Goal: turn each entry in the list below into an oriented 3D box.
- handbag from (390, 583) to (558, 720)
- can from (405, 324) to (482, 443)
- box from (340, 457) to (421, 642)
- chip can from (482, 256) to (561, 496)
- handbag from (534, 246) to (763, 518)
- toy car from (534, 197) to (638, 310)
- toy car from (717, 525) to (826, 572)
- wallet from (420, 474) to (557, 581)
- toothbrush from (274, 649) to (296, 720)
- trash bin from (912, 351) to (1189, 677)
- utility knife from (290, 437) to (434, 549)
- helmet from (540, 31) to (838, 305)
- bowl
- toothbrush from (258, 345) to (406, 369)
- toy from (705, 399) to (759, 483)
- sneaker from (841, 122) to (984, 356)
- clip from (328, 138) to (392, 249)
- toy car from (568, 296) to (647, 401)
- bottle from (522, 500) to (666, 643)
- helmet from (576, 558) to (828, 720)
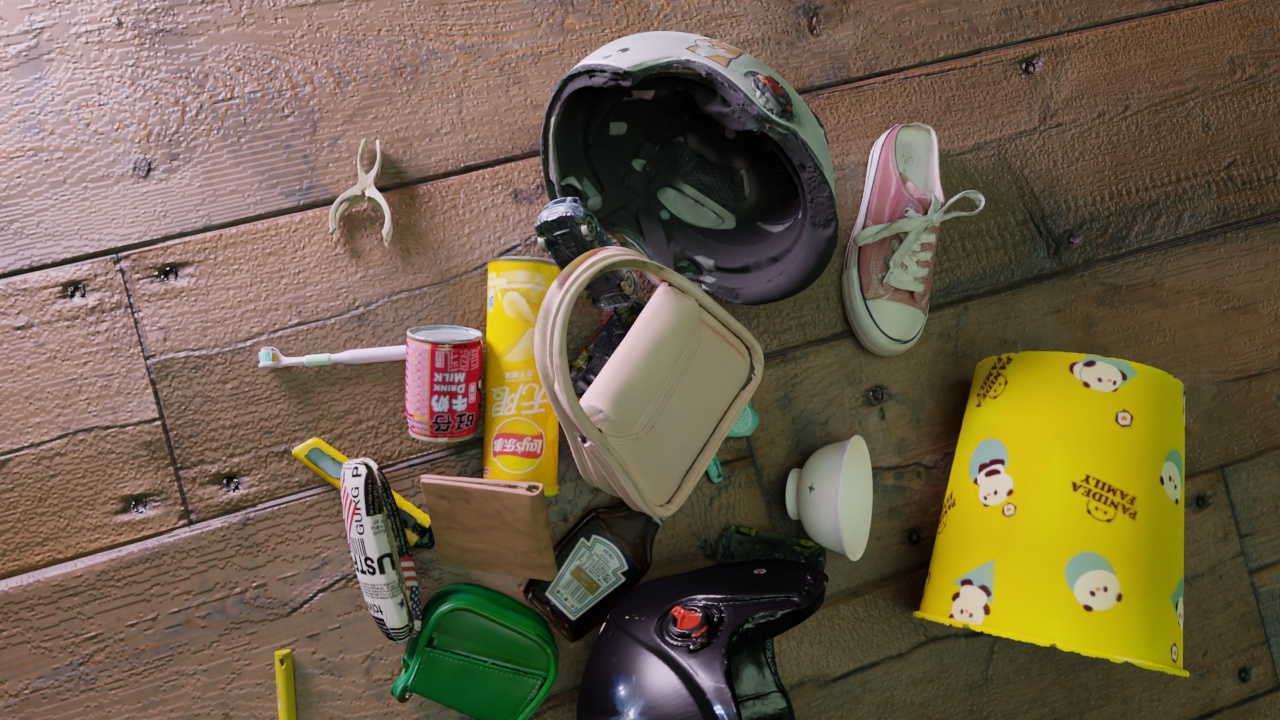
[{"bbox_3d":[-0.146,0.270,0.821,0.131,0.068,0.120,29,89,-9],"label":"handbag"},{"bbox_3d":[-0.175,0.020,0.815,0.066,0.066,0.094,2,103,-11],"label":"can"},{"bbox_3d":[-0.228,0.163,0.790,0.052,0.069,0.164,-16,90,-25],"label":"box"},{"bbox_3d":[-0.107,0.016,0.834,0.072,0.072,0.213,2,87,-11],"label":"chip can"},{"bbox_3d":[-0.005,0.005,0.779,0.193,0.093,0.234,-58,139,-17],"label":"handbag"},{"bbox_3d":[-0.046,-0.093,0.821,0.120,0.054,0.036,54,37,-37],"label":"toy car"},{"bbox_3d":[0.127,0.190,0.892,0.105,0.032,0.048,11,85,1],"label":"toy car"},{"bbox_3d":[-0.133,0.146,0.805,0.115,0.020,0.101,3,122,14],"label":"wallet"},{"bbox_3d":[-0.308,0.351,0.805,0.015,0.017,0.190,-4,88,-11],"label":"toothbrush"},{"bbox_3d":[0.390,0.138,0.856,0.229,0.230,0.255,14,79,-10],"label":"trash bin"},{"bbox_3d":[-0.248,0.121,0.829,0.156,0.015,0.033,37,78,-7],"label":"utility knife"},{"bbox_3d":[0.056,-0.186,0.819,0.274,0.231,0.156,25,51,0],"label":"helmet"},{"bbox_3d":[0.178,0.130,0.881,0.065,0.118,0.118,-1,86,28],"label":"bowl"},{"bbox_3d":[-0.246,-0.008,0.836,0.189,0.029,0.021,-4,128,-13],"label":"toothbrush"},{"bbox_3d":[0.073,0.068,0.890,0.092,0.030,0.096,-26,99,-6],"label":"toy"},{"bbox_3d":[0.262,-0.125,0.905,0.118,0.088,0.241,10,84,-11],"label":"sneaker"},{"bbox_3d":[-0.241,-0.144,0.837,0.095,0.035,0.101,30,74,-4],"label":"clip"},{"bbox_3d":[-0.026,-0.007,0.864,0.053,0.045,0.120,42,67,-6],"label":"toy car"},{"bbox_3d":[-0.020,0.168,0.858,0.080,0.044,0.194,45,79,-6],"label":"bottle"},{"bbox_3d":[0.058,0.294,0.757,0.230,0.274,0.233,-10,102,16],"label":"helmet"}]
